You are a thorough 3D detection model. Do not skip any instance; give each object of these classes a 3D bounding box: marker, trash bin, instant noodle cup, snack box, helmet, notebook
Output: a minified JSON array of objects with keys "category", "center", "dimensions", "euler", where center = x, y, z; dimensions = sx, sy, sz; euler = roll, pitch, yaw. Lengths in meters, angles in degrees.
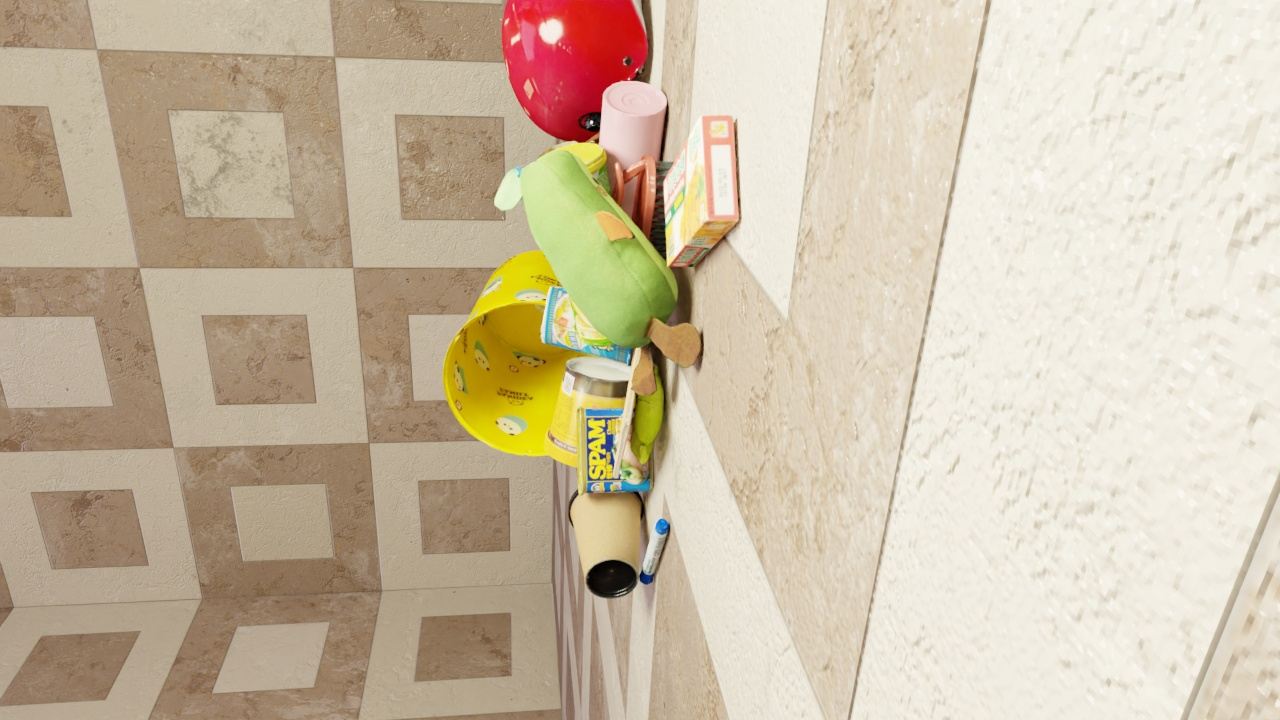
[{"category":"marker","center":[0.014,0.208,0.994],"dimensions":[0.146,0.017,0.016],"euler":[101,166,-54]},{"category":"trash bin","center":[-0.147,-0.028,1.307],"dimensions":[0.254,0.229,0.230],"euler":[-93,6,-63]},{"category":"instant noodle cup","center":[-0.061,-0.049,1.110],"dimensions":[0.099,0.110,0.099],"euler":[170,109,-89]},{"category":"snack box","center":[0.044,-0.125,0.713],"dimensions":[0.156,0.027,0.077],"euler":[141,127,-80]},{"category":"helmet","center":[-0.095,-0.364,1.085],"dimensions":[0.241,0.143,0.206],"euler":[119,145,-55]},{"category":"instant noodle cup","center":[-0.055,0.063,1.146],"dimensions":[0.118,0.118,0.114],"euler":[-114,32,-70]},{"category":"notebook","center":[-0.006,0.006,0.988],"dimensions":[0.148,0.008,0.207],"euler":[102,177,-62]}]

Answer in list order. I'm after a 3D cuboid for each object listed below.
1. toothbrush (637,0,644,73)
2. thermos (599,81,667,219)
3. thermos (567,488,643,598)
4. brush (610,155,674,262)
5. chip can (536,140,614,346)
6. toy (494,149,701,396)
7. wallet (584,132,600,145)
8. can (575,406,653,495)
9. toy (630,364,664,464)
[{"category":"toothbrush","center":[0.000,-0.423,1.048],"dimensions":[0.016,0.016,0.180],"euler":[-110,19,-76]},{"category":"thermos","center":[-0.009,-0.188,0.980],"dimensions":[0.087,0.067,0.199],"euler":[47,146,32]},{"category":"thermos","center":[-0.037,0.206,1.073],"dimensions":[0.143,0.093,0.093],"euler":[-101,13,-59]},{"category":"brush","center":[-0.002,-0.138,0.888],"dimensions":[0.146,0.069,0.063],"euler":[100,165,-53]},{"category":"chip can","center":[-0.054,-0.117,0.978],"dimensions":[0.072,0.072,0.221],"euler":[-102,1,-55]},{"category":"toy","center":[-0.032,-0.087,0.830],"dimensions":[0.246,0.089,0.227],"euler":[57,163,0]},{"category":"wallet","center":[-0.041,-0.204,1.066],"dimensions":[0.118,0.035,0.131],"euler":[-45,-30,-46]},{"category":"can","center":[-0.031,0.103,1.061],"dimensions":[0.057,0.083,0.102],"euler":[130,138,-79]},{"category":"toy","center":[0.007,0.059,0.971],"dimensions":[0.100,0.031,0.096],"euler":[105,169,-67]}]
